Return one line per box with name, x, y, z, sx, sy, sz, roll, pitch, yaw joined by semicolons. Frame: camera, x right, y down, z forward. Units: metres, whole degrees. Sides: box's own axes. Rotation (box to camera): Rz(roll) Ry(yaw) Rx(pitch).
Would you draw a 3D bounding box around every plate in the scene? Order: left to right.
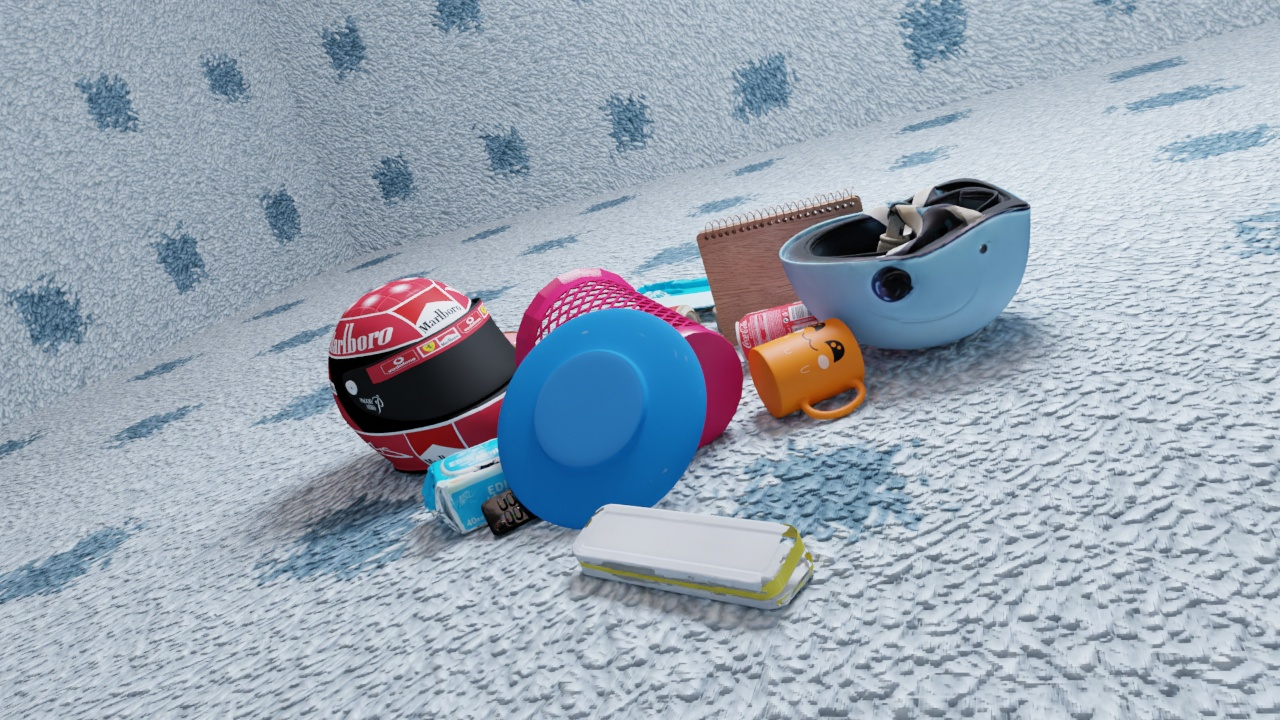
plate;-0.046;0.049;0.879;0.225;0.224;0.024;-10;-25;22

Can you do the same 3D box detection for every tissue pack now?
tissue pack;-0.158;0.123;0.956;0.144;0.062;0.093;-23;18;-17

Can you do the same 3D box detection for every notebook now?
notebook;0.190;-0.116;1.172;0.211;0.169;0.022;-10;19;22

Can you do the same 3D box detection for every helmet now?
helmet;-0.265;0.011;1.127;0.272;0.225;0.197;-3;26;41
helmet;0.293;-0.098;1.015;0.266;0.167;0.225;-8;19;13

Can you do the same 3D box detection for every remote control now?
remote control;-0.084;0.129;0.919;0.151;0.020;0.041;-23;59;-17

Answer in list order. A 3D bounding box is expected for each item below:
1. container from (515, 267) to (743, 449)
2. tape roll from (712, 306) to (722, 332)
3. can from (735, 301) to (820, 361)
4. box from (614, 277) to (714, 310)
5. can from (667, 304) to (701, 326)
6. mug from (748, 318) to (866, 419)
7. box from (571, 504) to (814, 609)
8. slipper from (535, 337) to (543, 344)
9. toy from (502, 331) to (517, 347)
container;-0.006;0.006;1.012;0.182;0.183;0.226;-26;27;-26
tape roll;0.152;-0.070;1.302;0.094;0.030;0.093;-16;17;5
can;0.173;-0.034;1.112;0.105;0.064;0.064;-13;18;15
box;0.052;-0.091;1.452;0.227;0.039;0.181;-4;23;37
can;0.000;-0.036;1.283;0.170;0.067;0.067;-7;20;32
mug;0.180;0.019;0.950;0.096;0.078;0.112;-21;48;-10
box;0.036;0.156;0.726;0.210;0.045;0.065;-1;36;42
slipper;-0.210;-0.007;1.342;0.239;0.064;0.094;-26;3;-1
toy;-0.230;-0.013;1.463;0.110;0.051;0.090;-23;17;-14
